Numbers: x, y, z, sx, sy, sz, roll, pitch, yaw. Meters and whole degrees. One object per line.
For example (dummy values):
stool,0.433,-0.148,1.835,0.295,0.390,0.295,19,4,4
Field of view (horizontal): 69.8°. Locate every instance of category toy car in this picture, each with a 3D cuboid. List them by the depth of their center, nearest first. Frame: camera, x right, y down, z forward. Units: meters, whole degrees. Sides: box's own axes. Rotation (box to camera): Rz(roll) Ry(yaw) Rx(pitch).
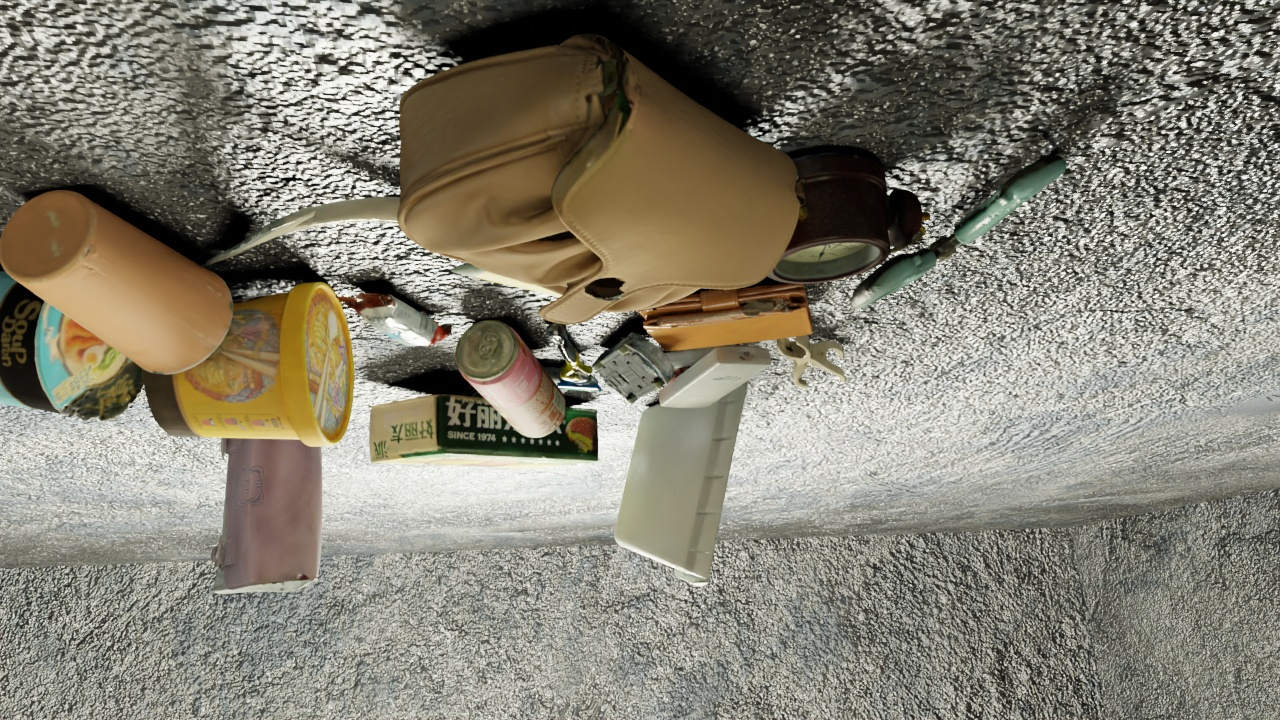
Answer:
toy car,-0.005,0.005,0.828,0.054,0.036,0.121,44,160,-6

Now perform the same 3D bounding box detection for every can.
can,-0.112,0.020,0.819,0.058,0.057,0.147,-6,155,10

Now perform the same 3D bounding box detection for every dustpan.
dustpan,0.076,0.146,1.051,0.142,0.222,0.258,21,164,-29

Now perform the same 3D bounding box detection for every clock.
clock,0.119,-0.082,0.556,0.121,0.055,0.082,5,162,-30

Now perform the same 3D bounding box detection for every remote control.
remote control,0.067,0.017,0.870,0.056,0.019,0.135,2,160,-23
remote control,0.035,0.007,0.902,0.136,0.020,0.056,-9,162,18

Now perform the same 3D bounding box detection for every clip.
clip,0.149,0.000,0.878,0.104,0.034,0.089,15,155,-36

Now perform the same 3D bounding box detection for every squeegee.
squeegee,-0.117,-0.078,0.558,0.246,0.039,0.247,0,-178,-30

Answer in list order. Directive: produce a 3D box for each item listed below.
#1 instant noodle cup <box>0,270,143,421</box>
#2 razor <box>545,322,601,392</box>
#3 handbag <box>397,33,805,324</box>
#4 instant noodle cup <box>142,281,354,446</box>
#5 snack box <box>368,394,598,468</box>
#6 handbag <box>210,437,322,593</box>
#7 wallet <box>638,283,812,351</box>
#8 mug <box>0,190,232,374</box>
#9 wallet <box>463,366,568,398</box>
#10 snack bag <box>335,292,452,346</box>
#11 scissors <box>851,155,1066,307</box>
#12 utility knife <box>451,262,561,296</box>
instant noodle cup,-0.413,-0.017,0.611,0.120,0.111,0.111,4,164,7
razor,-0.066,-0.005,0.840,0.043,0.022,0.143,1,158,8
handbag,-0.017,-0.078,0.466,0.148,0.099,0.204,-17,161,36
instant noodle cup,-0.279,0.006,0.661,0.114,0.118,0.118,-4,164,-1
snack box,-0.163,0.080,0.997,0.115,0.063,0.239,-10,167,37
handbag,-0.385,0.139,0.952,0.098,0.196,0.145,8,159,-36
wallet,0.072,-0.035,0.750,0.132,0.031,0.108,-7,167,13
mug,-0.320,-0.048,0.562,0.078,0.078,0.123,-6,158,8
wallet,-0.121,0.027,0.944,0.097,0.019,0.121,4,164,-24
snack bag,-0.190,-0.032,0.716,0.045,0.026,0.105,1,165,18
scissors,0.183,-0.067,0.583,0.176,0.019,0.175,-33,174,-14
utility knife,-0.062,-0.054,0.684,0.031,0.019,0.175,-12,161,41
